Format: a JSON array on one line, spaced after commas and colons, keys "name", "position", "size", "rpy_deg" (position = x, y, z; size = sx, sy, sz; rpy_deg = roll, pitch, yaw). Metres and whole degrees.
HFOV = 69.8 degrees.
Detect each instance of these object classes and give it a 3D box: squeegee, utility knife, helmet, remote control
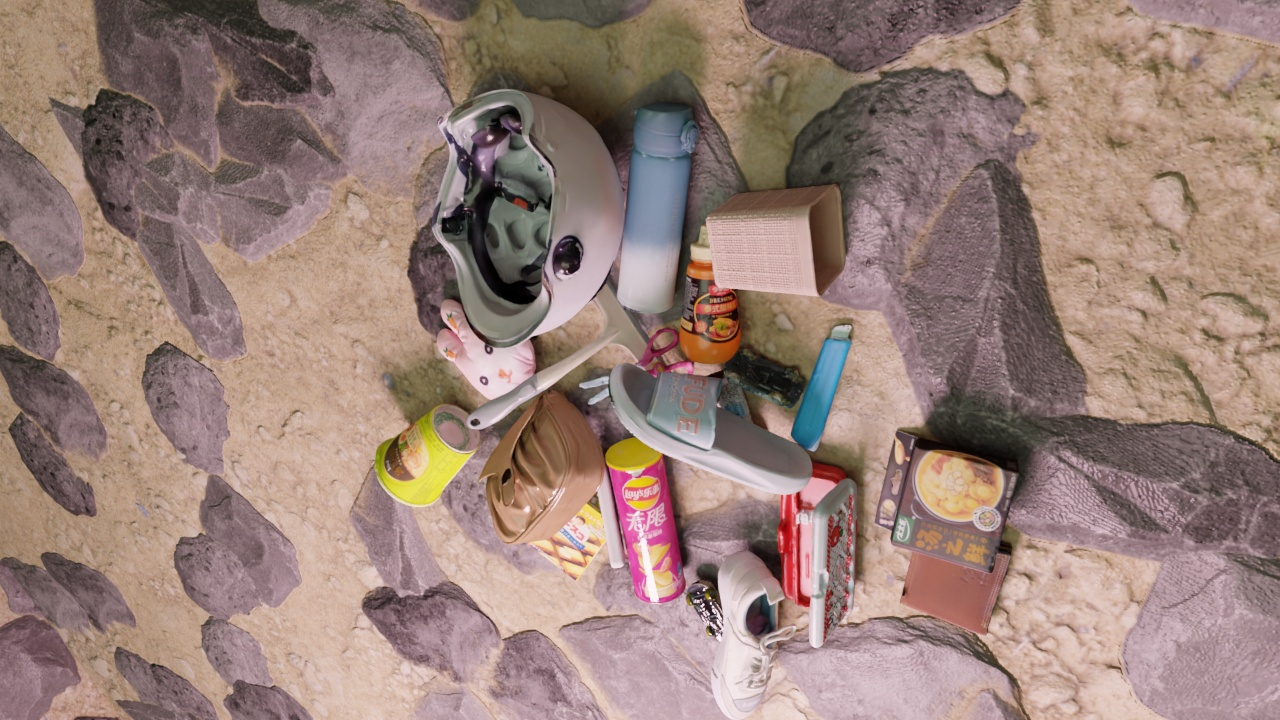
[{"name": "squeegee", "position": [-0.108, 0.017, 1.071], "size": [0.247, 0.039, 0.246], "rpy_deg": [-32, 99, 11]}, {"name": "utility knife", "position": [0.196, 0.029, 0.989], "size": [0.034, 0.018, 0.160], "rpy_deg": [21, 123, 13]}, {"name": "helmet", "position": [-0.103, -0.150, 0.961], "size": [0.229, 0.145, 0.259], "rpy_deg": [17, 114, 48]}, {"name": "remote control", "position": [-0.040, 0.193, 1.165], "size": [0.020, 0.056, 0.136], "rpy_deg": [-10, 91, 2]}]

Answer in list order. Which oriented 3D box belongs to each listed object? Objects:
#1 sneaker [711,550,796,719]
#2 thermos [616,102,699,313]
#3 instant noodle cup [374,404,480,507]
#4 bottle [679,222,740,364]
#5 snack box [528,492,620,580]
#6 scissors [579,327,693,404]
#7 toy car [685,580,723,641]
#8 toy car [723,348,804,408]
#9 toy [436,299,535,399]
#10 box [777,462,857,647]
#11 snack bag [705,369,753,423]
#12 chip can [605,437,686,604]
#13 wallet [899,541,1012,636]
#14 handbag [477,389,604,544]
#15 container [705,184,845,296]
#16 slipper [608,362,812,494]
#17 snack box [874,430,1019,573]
[{"name": "sneaker", "position": [0.145, 0.359, 1.142], "size": [0.091, 0.089, 0.242], "rpy_deg": [33, 130, 53]}, {"name": "thermos", "position": [0.016, -0.157, 0.954], "size": [0.070, 0.070, 0.221], "rpy_deg": [19, 124, 19]}, {"name": "instant noodle cup", "position": [-0.286, 0.123, 1.260], "size": [0.111, 0.111, 0.124], "rpy_deg": [48, 120, -3]}, {"name": "bottle", "position": [0.074, -0.073, 0.976], "size": [0.067, 0.066, 0.150], "rpy_deg": [9, 113, 25]}, {"name": "snack box", "position": [-0.089, 0.230, 1.251], "size": [0.087, 0.033, 0.141], "rpy_deg": [37, 126, 5]}, {"name": "scissors", "position": [-0.009, 0.005, 1.046], "size": [0.137, 0.017, 0.084], "rpy_deg": [-12, 110, -6]}, {"name": "toy car", "position": [0.096, 0.325, 1.199], "size": [0.042, 0.035, 0.090], "rpy_deg": [-28, 100, 35]}, {"name": "toy car", "position": [0.134, 0.021, 1.005], "size": [0.090, 0.042, 0.034], "rpy_deg": [24, 159, 10]}, {"name": "toy", "position": [-0.200, -0.011, 1.167], "size": [0.159, 0.054, 0.121], "rpy_deg": [28, 126, 22]}, {"name": "box", "position": [0.196, 0.223, 1.045], "size": [0.095, 0.101, 0.202], "rpy_deg": [8, 119, 24]}, {"name": "snack bag", "position": [0.108, 0.056, 1.046], "size": [0.048, 0.026, 0.104], "rpy_deg": [-19, 106, 14]}, {"name": "chip can", "position": [0.009, 0.203, 1.157], "size": [0.071, 0.071, 0.211], "rpy_deg": [3, 118, 28]}, {"name": "wallet", "position": [0.347, 0.241, 1.016], "size": [0.101, 0.032, 0.125], "rpy_deg": [14, 122, 19]}, {"name": "handbag", "position": [-0.135, 0.142, 1.166], "size": [0.205, 0.099, 0.147], "rpy_deg": [-50, 51, 38]}, {"name": "container", "position": [0.132, -0.119, 0.899], "size": [0.111, 0.089, 0.090], "rpy_deg": [5, 119, 31]}, {"name": "slipper", "position": [0.078, 0.066, 0.989], "size": [0.245, 0.103, 0.074], "rpy_deg": [25, 120, 0]}, {"name": "snack box", "position": [0.314, 0.145, 0.953], "size": [0.126, 0.053, 0.113], "rpy_deg": [13, 105, 17]}]
